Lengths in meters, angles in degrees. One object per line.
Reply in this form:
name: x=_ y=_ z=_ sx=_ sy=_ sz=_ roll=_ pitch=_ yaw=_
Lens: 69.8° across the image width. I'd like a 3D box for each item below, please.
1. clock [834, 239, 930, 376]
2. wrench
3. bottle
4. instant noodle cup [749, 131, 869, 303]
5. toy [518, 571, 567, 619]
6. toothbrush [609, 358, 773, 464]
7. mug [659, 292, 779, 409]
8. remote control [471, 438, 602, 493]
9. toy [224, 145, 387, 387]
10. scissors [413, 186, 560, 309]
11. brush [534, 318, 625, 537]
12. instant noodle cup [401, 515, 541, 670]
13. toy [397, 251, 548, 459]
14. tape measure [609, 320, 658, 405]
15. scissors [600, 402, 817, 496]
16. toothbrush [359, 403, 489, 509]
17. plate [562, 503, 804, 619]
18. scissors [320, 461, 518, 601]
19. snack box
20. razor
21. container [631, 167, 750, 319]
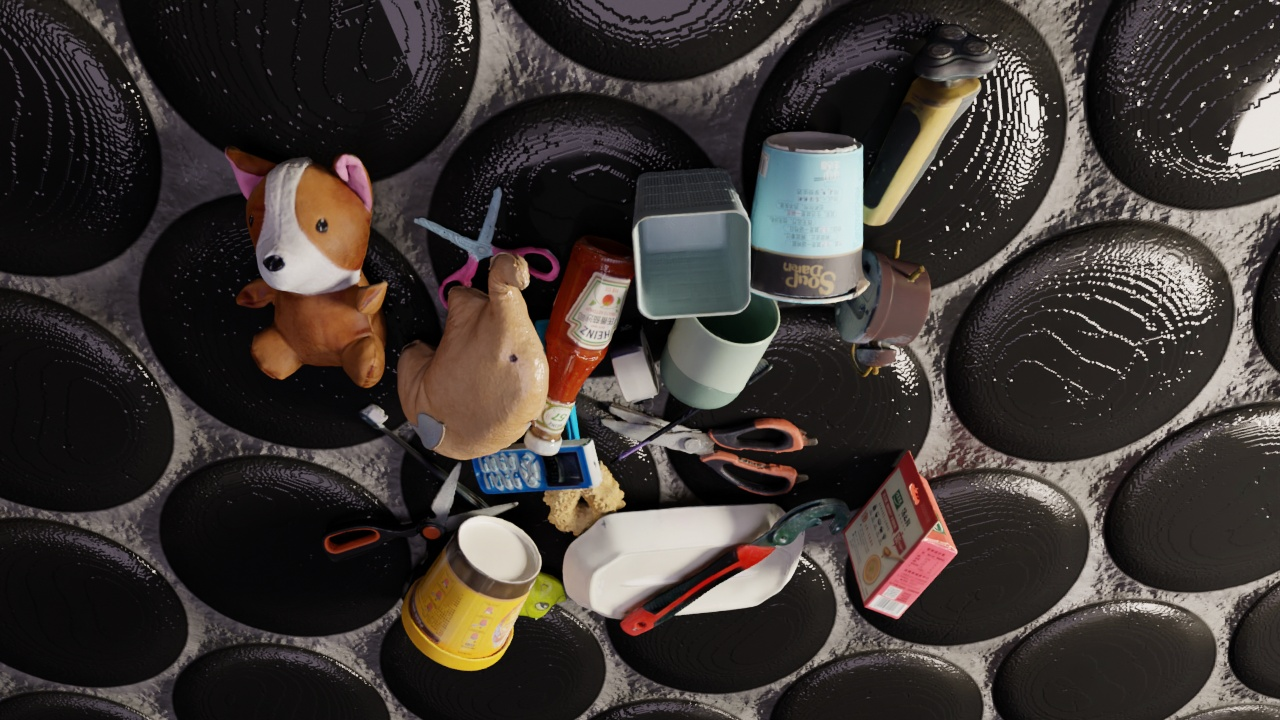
clock: x=0.209 y=-0.042 z=0.811 sx=0.055 sy=0.082 sz=0.122 roll=8 pitch=120 yaw=-13
wrench: x=0.093 y=0.215 z=0.950 sx=0.274 sy=0.016 sz=0.056 roll=-33 pitch=127 yaw=13
bottle: x=-0.060 y=-0.009 z=0.822 sx=0.059 sy=0.059 sz=0.206 roll=16 pitch=111 yaw=-11
instant noodle cup: x=0.138 y=-0.121 z=0.752 sx=0.111 sy=0.111 sz=0.121 roll=1 pitch=114 yaw=-2
toy: x=-0.135 y=0.248 z=1.020 sx=0.097 sy=0.031 sz=0.100 roll=-7 pitch=119 yaw=8
toothbrush: x=0.046 y=0.051 z=0.895 sx=0.189 sy=0.014 sz=0.017 roll=-32 pitch=99 yaw=11
mug: x=0.076 y=-0.020 z=0.821 sx=0.082 sy=0.111 sz=0.107 roll=45 pitch=144 yaw=19
remote control: x=-0.102 y=0.102 z=0.895 sx=0.125 sy=0.024 sz=0.049 roll=-5 pitch=113 yaw=18
toy: x=-0.276 y=-0.077 z=0.764 sx=0.140 sy=0.130 sz=0.200 roll=4 pitch=113 yaw=3
scissors: x=-0.139 y=-0.092 z=0.812 sx=0.133 sy=0.017 sz=0.135 roll=24 pitch=120 yaw=-10
brush: x=-0.069 y=0.071 z=0.908 sx=0.083 sy=0.045 sz=0.255 roll=-5 pitch=119 yaw=6
instant noodle cup: x=-0.167 y=0.230 z=0.932 sx=0.118 sy=0.118 sz=0.115 roll=24 pitch=115 yaw=-15
toy: x=-0.133 y=0.001 z=0.800 sx=0.143 sy=0.082 sz=0.227 roll=49 pitch=127 yaw=3
tape measure: x=-0.005 y=0.005 z=0.846 sx=0.033 sy=0.066 sz=0.066 roll=-16 pitch=121 yaw=7
scissors: x=0.073 y=0.076 z=0.924 sx=0.199 sy=0.015 sz=0.205 roll=-26 pitch=120 yaw=16
toothbrush: x=-0.213 y=0.105 z=0.936 sx=0.018 sy=0.015 sz=0.181 roll=-39 pitch=115 yaw=11
plate: x=0.051 y=0.224 z=0.981 sx=0.265 sy=0.034 sz=0.162 roll=-1 pitch=128 yaw=-11
scissors: x=-0.232 y=0.190 z=0.981 sx=0.221 sy=0.021 sz=0.228 roll=-3 pitch=126 yaw=3
snack box: x=0.267 y=0.176 z=0.932 sx=0.044 sy=0.113 sz=0.127 roll=23 pitch=119 yaw=-13
razor: x=0.220 y=-0.184 z=0.739 sx=0.067 sy=0.062 sz=0.168 roll=-8 pitch=135 yaw=-35
container: x=0.038 y=-0.101 z=0.752 sx=0.090 sy=0.111 sz=0.090 roll=-4 pitch=123 yaw=0
